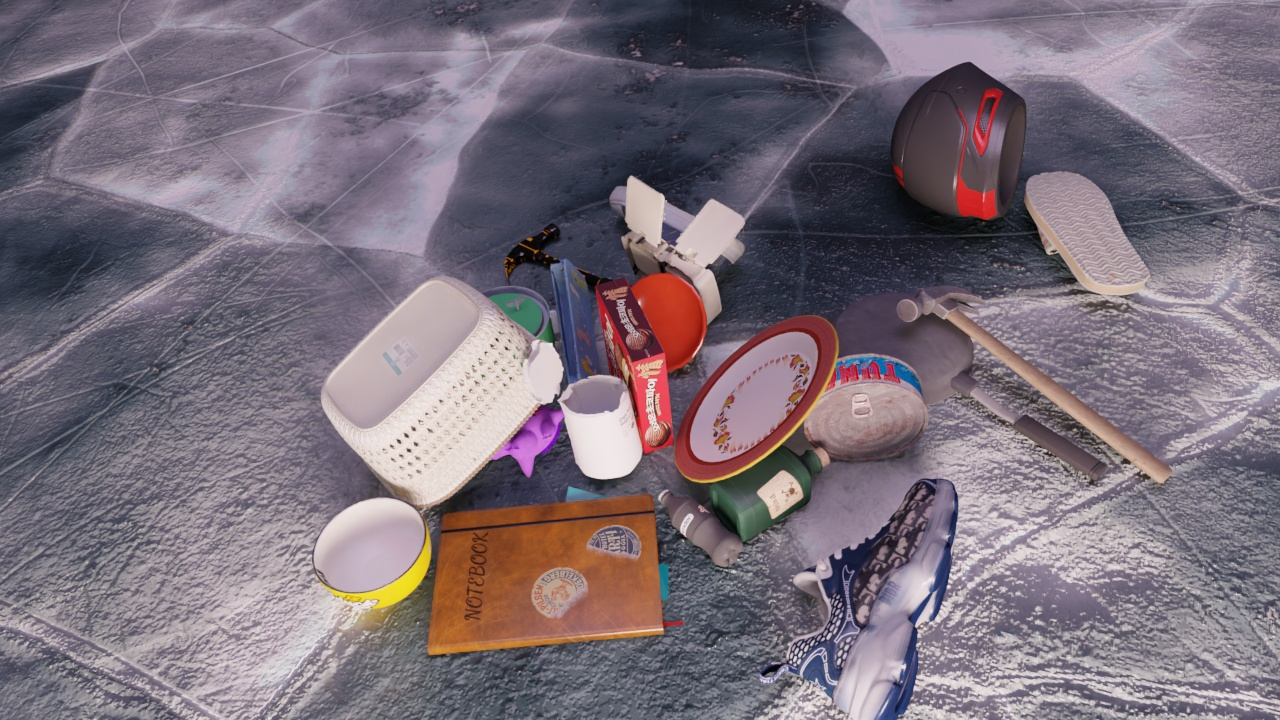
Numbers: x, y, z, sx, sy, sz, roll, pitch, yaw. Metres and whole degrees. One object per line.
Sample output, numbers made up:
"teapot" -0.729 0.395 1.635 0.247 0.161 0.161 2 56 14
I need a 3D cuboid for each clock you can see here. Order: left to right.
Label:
"clock" -0.192 -0.040 1.175 0.162 0.075 0.121 8 49 15

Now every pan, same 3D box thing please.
"pan" 0.372 0.024 1.064 0.178 0.041 0.357 -33 51 -23

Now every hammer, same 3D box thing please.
"hammer" -0.055 -0.102 1.250 0.321 0.036 0.123 27 57 32
"hammer" 0.447 0.018 1.033 0.119 0.031 0.331 -21 52 -40

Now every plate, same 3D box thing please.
"plate" 0.128 0.044 1.006 0.230 0.021 0.229 -40 22 19

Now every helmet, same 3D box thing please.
"helmet" 0.441 -0.308 1.292 0.170 0.164 0.264 9 57 31

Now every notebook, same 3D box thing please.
"notebook" -0.089 0.213 0.961 0.249 0.014 0.178 -6 46 2

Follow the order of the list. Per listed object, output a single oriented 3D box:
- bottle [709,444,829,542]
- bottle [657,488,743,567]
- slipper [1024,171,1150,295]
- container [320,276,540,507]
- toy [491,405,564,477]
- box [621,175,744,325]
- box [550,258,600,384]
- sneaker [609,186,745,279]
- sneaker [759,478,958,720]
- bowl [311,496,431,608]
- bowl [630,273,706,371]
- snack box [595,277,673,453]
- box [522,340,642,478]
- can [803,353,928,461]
"bottle" 0.144 0.131 0.976 0.131 0.061 0.061 -27 47 -18
"bottle" 0.059 0.172 0.965 0.036 0.036 0.110 -35 52 -24
"slipper" 0.585 -0.165 1.213 0.115 0.052 0.262 -3 42 2
"container" -0.228 0.027 1.023 0.185 0.143 0.246 34 76 37
"toy" -0.125 0.087 1.059 0.106 0.056 0.087 -9 38 51
"box" 0.054 -0.146 1.174 0.095 0.186 0.145 -33 58 -32
"box" -0.077 -0.040 1.150 0.049 0.066 0.209 -13 53 1
"sneaker" 0.038 -0.173 1.289 0.235 0.087 0.079 32 91 35
"sneaker" 0.216 0.211 0.873 0.132 0.103 0.268 14 53 28
"bowl" -0.272 0.207 0.952 0.117 0.068 0.117 -4 46 4
"bowl" 0.033 -0.048 1.147 0.122 0.122 0.035 21 12 25
"snack box" -0.006 0.006 1.053 0.035 0.152 0.132 -17 47 -10
"box" -0.063 0.053 1.013 0.112 0.163 0.084 9 41 24
"can" 0.241 0.053 0.991 0.130 0.130 0.044 -1 46 6
